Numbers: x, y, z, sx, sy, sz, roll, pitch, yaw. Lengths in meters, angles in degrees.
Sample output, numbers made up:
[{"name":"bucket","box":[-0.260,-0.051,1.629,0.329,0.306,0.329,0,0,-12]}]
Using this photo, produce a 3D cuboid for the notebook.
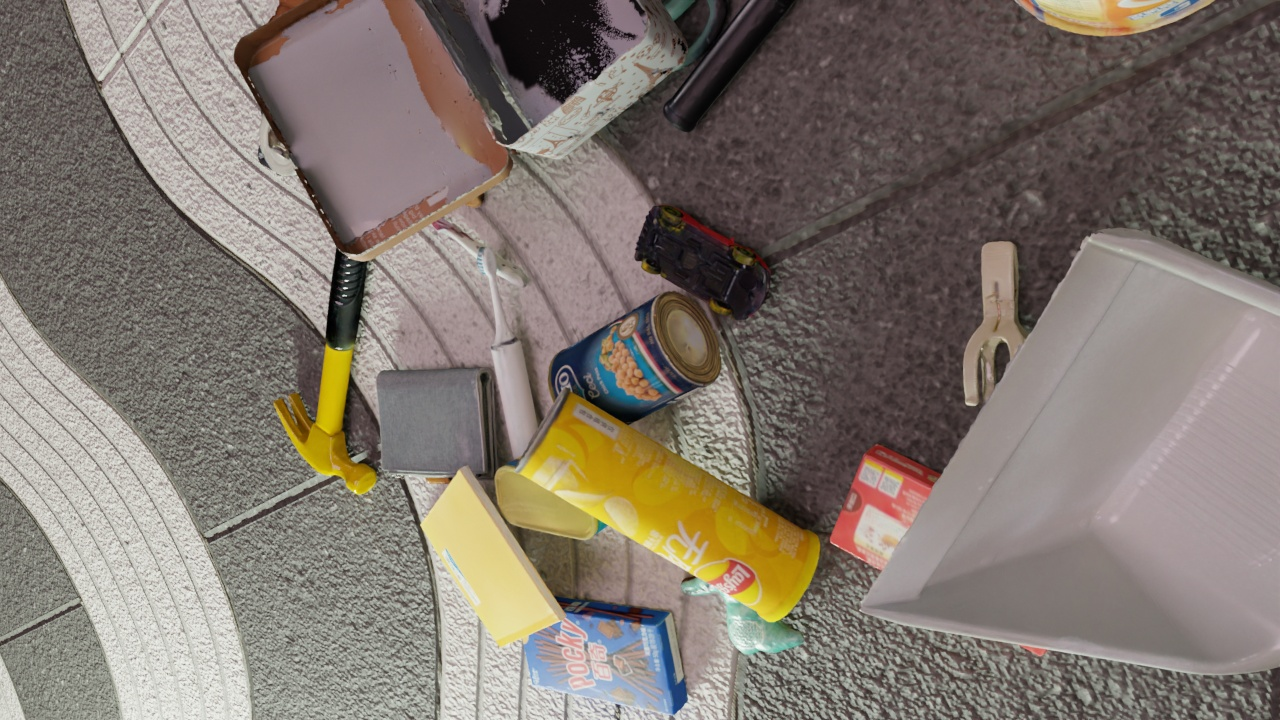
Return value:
[{"name":"notebook","box":[-0.138,0.180,0.807,0.146,0.010,0.207,55,149,7]}]

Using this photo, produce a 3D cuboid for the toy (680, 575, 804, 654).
[{"name":"toy","box":[0.074,0.186,0.713,0.097,0.030,0.092,-27,84,43]}]

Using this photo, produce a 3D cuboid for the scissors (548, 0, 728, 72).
[{"name":"scissors","box":[-0.023,-0.264,0.640,0.185,0.019,0.129,7,108,30]}]

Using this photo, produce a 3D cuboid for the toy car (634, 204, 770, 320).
[{"name":"toy car","box":[0.045,-0.069,0.648,0.106,0.031,0.049,33,121,22]}]

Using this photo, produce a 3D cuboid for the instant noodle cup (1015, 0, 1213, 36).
[{"name":"instant noodle cup","box":[0.225,-0.234,0.431,0.151,0.111,0.151,10,110,30]}]

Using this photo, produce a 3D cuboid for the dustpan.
[{"name":"dustpan","box":[0.282,0.072,0.444,0.142,0.257,0.223,48,128,41]}]

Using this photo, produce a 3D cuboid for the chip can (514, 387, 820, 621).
[{"name":"chip can","box":[0.020,0.102,0.647,0.213,0.071,0.072,31,122,-6]}]

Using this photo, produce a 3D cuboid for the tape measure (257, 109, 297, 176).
[{"name":"tape measure","box":[-0.319,-0.203,0.842,0.066,0.033,0.066,26,119,24]}]

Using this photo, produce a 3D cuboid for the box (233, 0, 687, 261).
[{"name":"box","box":[-0.126,-0.204,0.616,0.261,0.102,0.178,-34,82,20]}]

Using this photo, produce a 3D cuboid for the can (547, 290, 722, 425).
[{"name":"can","box":[-0.004,0.004,0.677,0.111,0.075,0.075,-28,88,35]}]

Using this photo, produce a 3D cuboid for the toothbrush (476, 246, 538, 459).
[{"name":"toothbrush","box":[-0.108,0.013,0.769,0.026,0.026,0.221,7,112,46]}]

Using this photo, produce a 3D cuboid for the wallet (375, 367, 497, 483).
[{"name":"wallet","box":[-0.184,0.060,0.836,0.130,0.036,0.106,-2,93,32]}]

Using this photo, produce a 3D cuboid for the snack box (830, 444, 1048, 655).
[{"name":"snack box","box":[0.208,0.123,0.606,0.153,0.025,0.075,26,119,24]}]

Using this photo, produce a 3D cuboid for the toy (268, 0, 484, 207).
[{"name":"toy","box":[-0.201,-0.211,0.724,0.199,0.140,0.130,42,81,14]}]

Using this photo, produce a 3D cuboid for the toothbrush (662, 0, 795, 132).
[{"name":"toothbrush","box":[0.086,-0.230,0.574,0.026,0.027,0.213,29,127,-21]}]

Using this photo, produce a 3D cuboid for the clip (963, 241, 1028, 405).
[{"name":"clip","box":[0.211,-0.013,0.539,0.035,0.096,0.101,1,116,33]}]

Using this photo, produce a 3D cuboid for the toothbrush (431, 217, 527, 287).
[{"name":"toothbrush","box":[-0.167,-0.110,0.784,0.187,0.016,0.017,35,128,20]}]

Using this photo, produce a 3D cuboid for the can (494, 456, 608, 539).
[{"name":"can","box":[-0.053,0.098,0.732,0.102,0.083,0.057,4,107,32]}]

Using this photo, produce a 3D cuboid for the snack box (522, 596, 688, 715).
[{"name":"snack box","box":[-0.037,0.255,0.806,0.157,0.026,0.084,-3,104,34]}]

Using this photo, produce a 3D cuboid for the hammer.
[{"name":"hammer","box":[-0.289,-0.018,0.882,0.129,0.032,0.301,29,119,21]}]
